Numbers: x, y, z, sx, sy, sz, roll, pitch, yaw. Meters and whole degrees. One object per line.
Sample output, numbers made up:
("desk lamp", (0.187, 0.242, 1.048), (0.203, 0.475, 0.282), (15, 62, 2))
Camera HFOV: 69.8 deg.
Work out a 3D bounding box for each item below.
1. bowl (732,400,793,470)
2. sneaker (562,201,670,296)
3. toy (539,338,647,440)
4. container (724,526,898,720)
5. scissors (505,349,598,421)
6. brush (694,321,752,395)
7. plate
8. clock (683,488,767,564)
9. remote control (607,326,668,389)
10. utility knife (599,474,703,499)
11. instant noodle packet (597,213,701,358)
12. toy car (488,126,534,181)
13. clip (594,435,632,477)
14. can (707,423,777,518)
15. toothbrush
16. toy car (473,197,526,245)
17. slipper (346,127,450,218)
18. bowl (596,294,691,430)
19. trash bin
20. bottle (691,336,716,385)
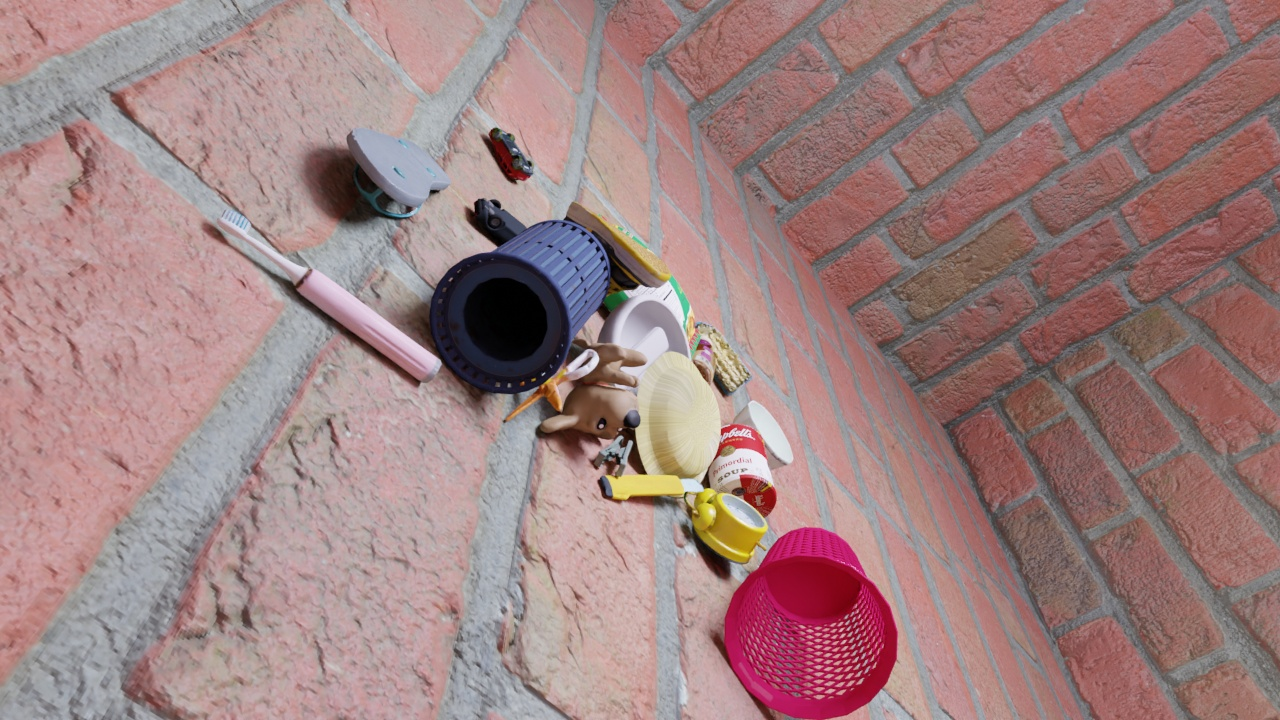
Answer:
("bowl", (0.185, 0.128, 1.459), (0.117, 0.061, 0.117), (46, 21, -23))
("sneaker", (-0.057, -0.113, 1.165), (0.086, 0.122, 0.238), (27, 11, -34))
("toy", (-0.043, 0.035, 1.006), (0.106, 0.108, 0.134), (13, -1, 30))
("container", (0.204, 0.290, 1.098), (0.183, 0.183, 0.225), (55, 12, 2))
("scissors", (-0.091, 0.022, 0.952), (0.011, 0.128, 0.125), (66, -6, -28))
("brush", (0.133, -0.009, 1.582), (0.136, 0.055, 0.075), (54, -3, -1))
("plate", (0.061, 0.079, 1.158), (0.184, 0.036, 0.184), (12, 76, -54))
("clock", (0.102, 0.202, 1.141), (0.119, 0.057, 0.083), (31, 15, -2))
("remote control", (-0.003, 0.000, 1.098), (0.130, 0.012, 0.033), (-43, 119, -49))
("utility knife", (0.018, 0.148, 1.074), (0.190, 0.018, 0.030), (6, 56, -48))
("instant noodle packet", (-0.001, -0.105, 1.370), (0.252, 0.090, 0.195), (50, 20, -8))
("toy car", (-0.190, -0.302, 1.338), (0.091, 0.036, 0.042), (60, 21, 14))
("clip", (-0.020, 0.111, 1.051), (0.050, 0.023, 0.078), (31, 18, 19))
("can", (0.136, 0.156, 1.263), (0.086, 0.087, 0.116), (45, 21, -25))
("toothbrush", (-0.260, -0.052, 0.780), (0.222, 0.027, 0.026), (42, 52, -32))
("toy car", (-0.167, -0.163, 1.167), (0.112, 0.034, 0.046), (37, 25, -37))
("slipper", (-0.270, -0.202, 0.992), (0.098, 0.055, 0.268), (47, 9, -13))
("bowl", (-0.007, 0.007, 1.164), (0.176, 0.066, 0.176), (12, 76, -54))
("trash bin", (-0.115, -0.071, 0.985), (0.139, 0.139, 0.249), (51, 18, -8))
("bottle", (0.092, -0.001, 1.459), (0.059, 0.060, 0.165), (51, 19, -9))
